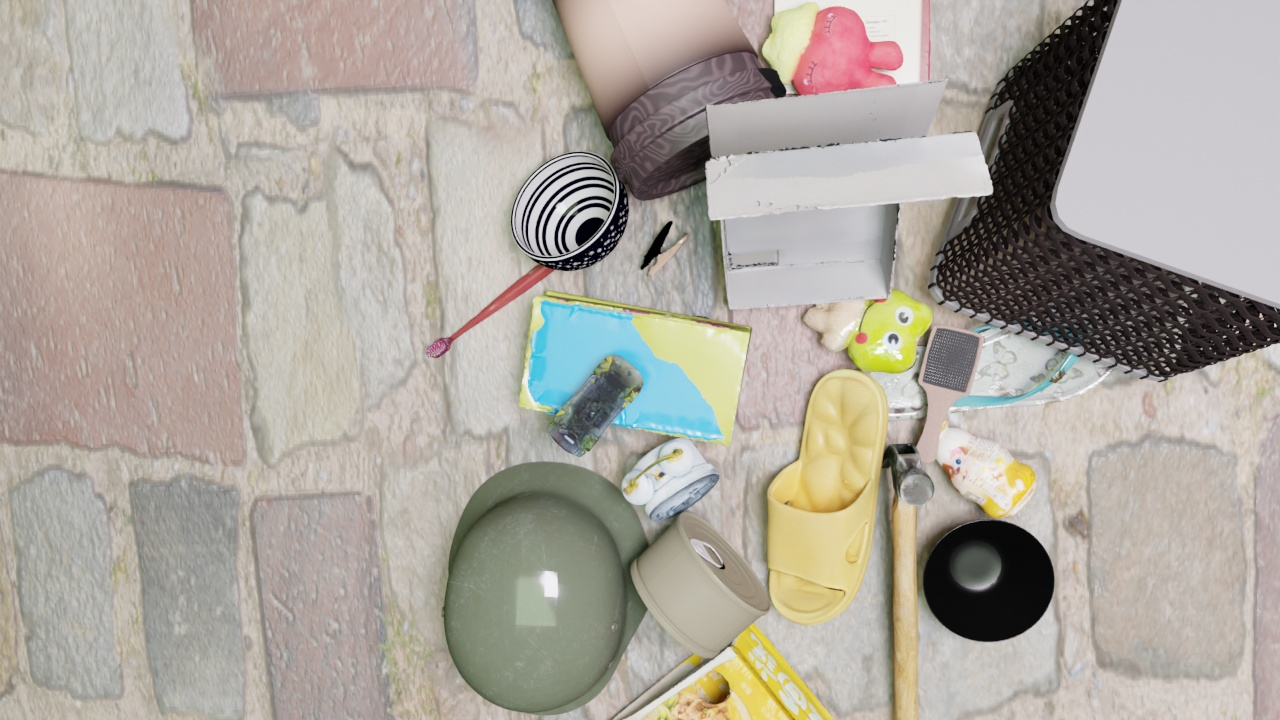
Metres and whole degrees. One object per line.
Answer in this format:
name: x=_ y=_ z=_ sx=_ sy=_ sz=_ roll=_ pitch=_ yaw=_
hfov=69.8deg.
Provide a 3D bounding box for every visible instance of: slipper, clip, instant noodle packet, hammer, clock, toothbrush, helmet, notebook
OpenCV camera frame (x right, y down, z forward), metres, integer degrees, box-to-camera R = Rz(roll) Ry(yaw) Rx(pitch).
slipper: x=0.350 y=0.009 z=0.898 sx=0.269 sy=0.054 sz=0.098 roll=-16 pitch=96 yaw=9
clip: x=0.017 y=-0.118 z=0.935 sx=0.061 sy=0.025 sz=0.045 roll=-44 pitch=90 yaw=13
instant noodle packet: x=0.075 y=0.405 z=0.966 sx=0.222 sy=0.084 sz=0.163 roll=-41 pitch=89 yaw=15
hammer: x=0.264 y=0.240 z=0.914 sx=0.033 sy=0.132 sz=0.331 roll=-3 pitch=106 yaw=6
clock: x=0.028 y=0.117 z=0.914 sx=0.083 sy=0.117 sz=0.057 roll=-38 pitch=67 yaw=9
slipper: x=0.178 y=0.137 z=0.902 sx=0.100 sy=0.078 sz=0.263 roll=14 pitch=94 yaw=37
toothbrush: x=-0.150 y=-0.060 z=0.964 sx=0.190 sy=0.016 sz=0.016 roll=-36 pitch=90 yaw=9
helmet: x=-0.107 y=0.250 z=0.924 sx=0.227 sy=0.153 sz=0.268 roll=3 pitch=97 yaw=6
notebook: x=0.206 y=-0.368 z=0.893 sx=0.153 sy=0.012 sz=0.209 roll=0 pitch=97 yaw=6

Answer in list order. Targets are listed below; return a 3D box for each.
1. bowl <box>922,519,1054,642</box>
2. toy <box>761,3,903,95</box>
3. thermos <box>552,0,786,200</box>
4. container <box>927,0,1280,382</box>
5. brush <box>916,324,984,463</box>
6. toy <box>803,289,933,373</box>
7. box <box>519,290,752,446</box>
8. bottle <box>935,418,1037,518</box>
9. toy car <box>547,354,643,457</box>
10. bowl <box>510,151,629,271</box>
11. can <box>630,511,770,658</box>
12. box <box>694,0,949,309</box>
bowl: x=0.342 y=0.213 z=0.920 sx=0.124 sy=0.052 sz=0.124 roll=1 pitch=96 yaw=6
toy: x=0.183 y=-0.290 z=0.875 sx=0.135 sy=0.045 sz=0.092 roll=25 pitch=102 yaw=9
thermos: x=0.016 y=-0.288 z=0.851 sx=0.173 sy=0.172 sz=0.226 roll=-26 pitch=86 yaw=8
container: x=0.419 y=-0.143 z=0.749 sx=0.245 sy=0.244 sz=0.247 roll=20 pitch=84 yaw=4
brush: x=0.290 y=0.035 z=0.887 sx=0.050 sy=0.015 sz=0.136 roll=16 pitch=99 yaw=21
toy: x=0.222 y=-0.037 z=0.905 sx=0.118 sy=0.043 sz=0.092 roll=23 pitch=76 yaw=18
box: x=-0.005 y=0.005 z=0.927 sx=0.221 sy=0.079 sz=0.124 roll=9 pitch=98 yaw=8
bottle: x=0.332 y=0.104 z=0.905 sx=0.109 sy=0.063 sz=0.063 roll=41 pitch=99 yaw=14
toy car: x=-0.042 y=0.043 z=0.880 sx=0.048 sy=0.033 sz=0.105 roll=41 pitch=96 yaw=3
bowl: x=-0.061 y=-0.139 z=0.914 sx=0.120 sy=0.066 sz=0.120 roll=-10 pitch=65 yaw=23
can: x=0.059 y=0.223 z=0.916 sx=0.128 sy=0.127 sz=0.073 roll=45 pitch=101 yaw=0
box: x=0.140 y=-0.169 z=0.738 sx=0.166 sy=0.419 sz=0.108 roll=-4 pitch=65 yaw=7
